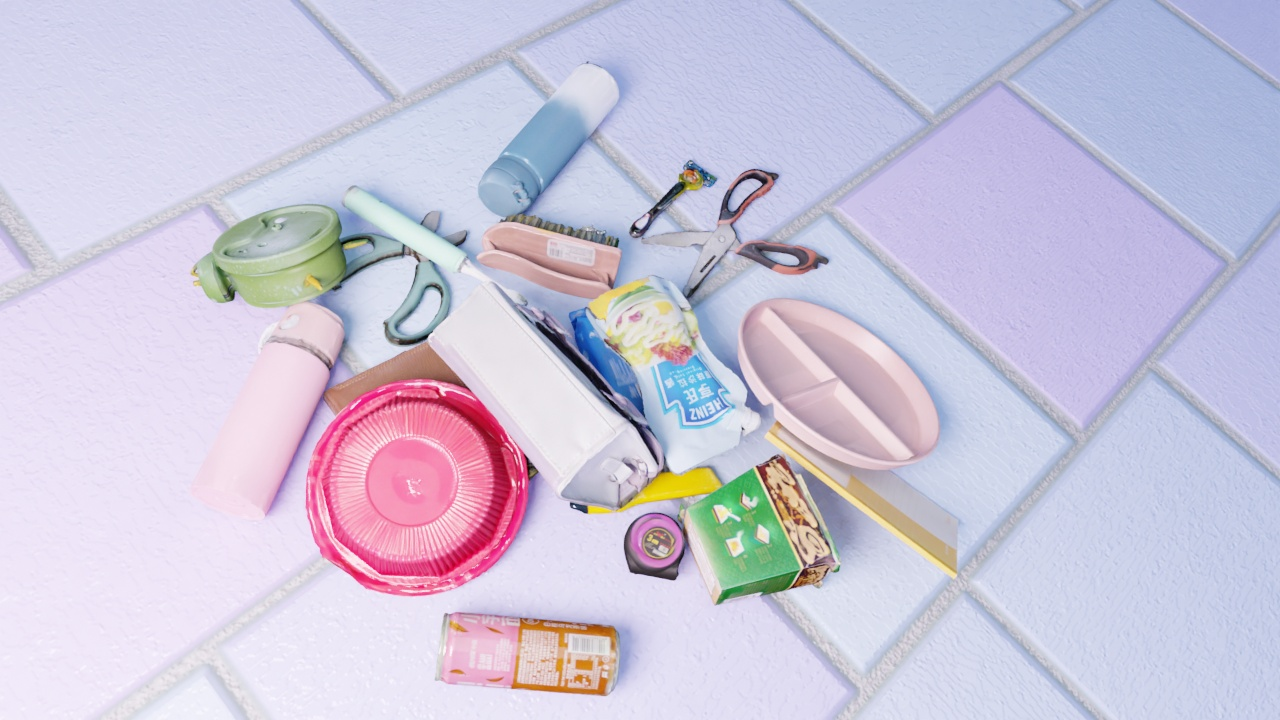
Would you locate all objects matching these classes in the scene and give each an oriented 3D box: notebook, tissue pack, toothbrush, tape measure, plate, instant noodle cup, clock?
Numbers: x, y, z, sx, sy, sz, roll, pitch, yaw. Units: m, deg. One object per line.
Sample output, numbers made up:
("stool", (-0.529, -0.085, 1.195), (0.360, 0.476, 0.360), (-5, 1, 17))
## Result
("notebook", (0.216, 0.116, 0.879), (0.206, 0.010, 0.145), (37, 19, 10))
("tissue pack", (-0.005, 0.005, 0.920), (0.094, 0.052, 0.157), (-15, 66, -18))
("toothbrush", (-0.209, -0.115, 0.937), (0.224, 0.027, 0.026), (31, 88, 8))
("tape measure", (0.013, 0.170, 0.839), (0.057, 0.039, 0.057), (7, 66, 1))
("plate", (0.197, 0.023, 0.926), (0.229, 0.028, 0.229), (18, 38, -15))
("instant noodle cup", (-0.192, 0.106, 0.784), (0.193, 0.066, 0.193), (1, 80, -8))
("clock", (-0.352, -0.099, 0.872), (0.161, 0.056, 0.115), (1, 35, 16))

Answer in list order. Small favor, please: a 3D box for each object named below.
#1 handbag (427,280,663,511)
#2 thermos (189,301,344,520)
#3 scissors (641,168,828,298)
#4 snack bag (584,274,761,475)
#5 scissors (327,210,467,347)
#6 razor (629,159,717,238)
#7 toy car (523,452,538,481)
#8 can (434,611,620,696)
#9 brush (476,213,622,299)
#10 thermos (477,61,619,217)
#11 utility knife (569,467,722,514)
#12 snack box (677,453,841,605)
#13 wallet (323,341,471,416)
("handbag", (-0.076, 0.034, 0.821), (0.098, 0.145, 0.197), (-43, 65, -2))
("thermos", (-0.336, 0.040, 0.826), (0.087, 0.067, 0.198), (-1, 57, 21))
("scissors", (0.107, -0.147, 1.052), (0.222, 0.015, 0.188), (3, 61, -11))
("snack bag", (0.032, 0.008, 0.874), (0.110, 0.039, 0.191), (-19, 67, -33))
("scissors", (-0.262, -0.096, 0.942), (0.178, 0.019, 0.172), (13, 61, -4))
("razor", (0.033, -0.186, 1.055), (0.042, 0.022, 0.142), (38, 61, 12))
("toy car", (-0.141, 0.112, 0.841), (0.106, 0.031, 0.049), (-40, 80, -16))
("can", (-0.093, 0.244, 0.763), (0.147, 0.058, 0.057), (8, 60, -8))
("brush", (-0.095, -0.108, 0.958), (0.145, 0.063, 0.072), (15, 49, -3))
("thermos", (-0.104, -0.249, 1.036), (0.070, 0.070, 0.219), (30, 60, 5))
("utility knife", (0.006, 0.125, 0.877), (0.154, 0.015, 0.033), (-5, 69, -16))
("snack box", (0.101, 0.164, 0.829), (0.105, 0.118, 0.117), (-20, 66, -8))
("wallet", (-0.220, 0.042, 0.867), (0.124, 0.032, 0.101), (-28, 67, -25))
